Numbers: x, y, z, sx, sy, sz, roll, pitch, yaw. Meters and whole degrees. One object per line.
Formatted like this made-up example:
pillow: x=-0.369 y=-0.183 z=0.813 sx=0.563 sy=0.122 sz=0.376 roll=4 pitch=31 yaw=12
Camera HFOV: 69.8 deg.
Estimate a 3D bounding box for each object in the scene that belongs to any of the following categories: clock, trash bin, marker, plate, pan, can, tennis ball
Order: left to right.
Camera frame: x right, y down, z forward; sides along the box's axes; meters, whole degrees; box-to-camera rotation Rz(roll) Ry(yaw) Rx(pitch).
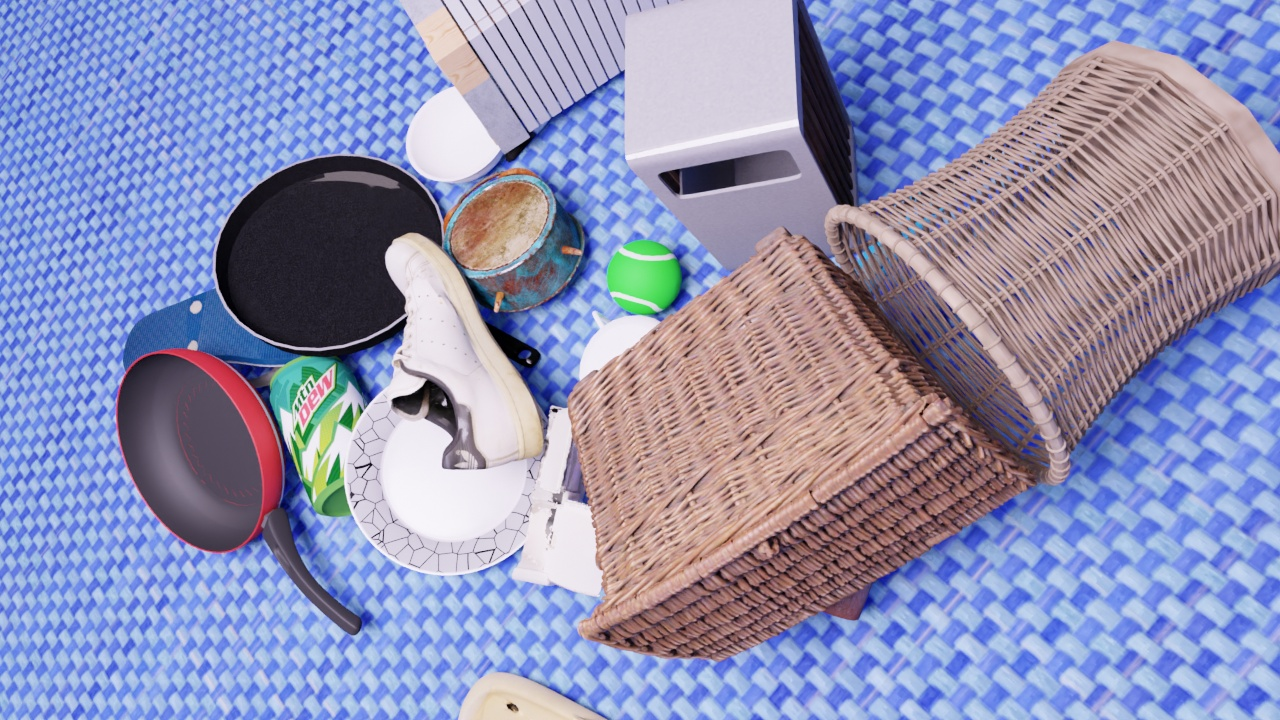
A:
pan: x=-0.382 y=0.133 z=0.894 sx=0.356 sy=0.067 sz=0.209 roll=38 pitch=119 yaw=13
can: x=-0.296 y=0.070 z=0.882 sx=0.083 sy=0.083 sz=0.144 roll=-37 pitch=65 yaw=11
pan: x=-0.250 y=-0.076 z=0.901 sx=0.356 sy=0.034 sz=0.224 roll=28 pitch=68 yaw=12
plate: x=-0.169 y=0.096 z=0.827 sx=0.188 sy=0.016 sz=0.188 roll=0 pitch=77 yaw=-2
clock: x=-0.123 y=-0.117 z=0.859 sx=0.121 sy=0.073 sz=0.157 roll=-34 pitch=54 yaw=2
trash bin: x=-0.080 y=-0.342 z=0.838 sx=0.247 sy=0.142 sz=0.142 roll=-33 pitch=66 yaw=3
marker: x=-0.083 y=-0.255 z=0.913 sx=0.152 sy=0.011 sz=0.011 roll=-47 pitch=64 yaw=6
tennis ball: x=0.003 y=-0.072 z=0.797 sx=0.065 sy=0.065 sz=0.065 roll=-6 pitch=74 yaw=22
trash bin: x=0.087 y=-0.163 z=0.692 sx=0.115 sy=0.228 sz=0.114 roll=-6 pitch=74 yaw=22

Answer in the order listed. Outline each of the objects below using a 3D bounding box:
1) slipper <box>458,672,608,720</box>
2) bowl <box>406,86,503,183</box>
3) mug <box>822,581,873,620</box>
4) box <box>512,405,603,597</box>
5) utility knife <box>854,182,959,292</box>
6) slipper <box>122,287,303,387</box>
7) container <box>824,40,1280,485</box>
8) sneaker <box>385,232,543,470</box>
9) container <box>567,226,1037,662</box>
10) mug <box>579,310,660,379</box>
slipper: x=-0.052 y=0.335 z=0.712 sx=0.262 sy=0.079 sz=0.111 roll=23 pitch=90 yaw=27
bowl: x=-0.177 y=-0.219 z=0.925 sx=0.110 sy=0.040 sz=0.109 roll=-5 pitch=70 yaw=14
mug: x=0.124 y=0.120 z=0.683 sx=0.123 sy=0.096 sz=0.110 roll=19 pitch=80 yaw=35
box: x=-0.059 y=0.110 z=0.726 sx=0.065 sy=0.186 sz=0.145 roll=13 pitch=83 yaw=-14
utility knife: x=0.187 y=-0.071 z=0.746 sx=0.031 sy=0.015 sz=0.196 roll=39 pitch=95 yaw=31
slipper: x=-0.417 y=-0.031 z=0.976 sx=0.295 sy=0.060 sz=0.118 roll=-10 pitch=70 yaw=16
container: x=0.269 y=-0.068 z=0.601 sx=0.196 sy=0.227 sz=0.227 roll=-38 pitch=65 yaw=3
sneaker: x=-0.178 y=-0.002 z=0.785 sx=0.102 sy=0.089 sz=0.241 roll=-23 pitch=64 yaw=-26
container: x=0.076 y=0.053 z=0.588 sx=0.250 sy=0.162 sz=0.183 roll=-37 pitch=53 yaw=20
mug: x=-0.005 y=0.005 z=0.779 sx=0.094 sy=0.068 sz=0.115 roll=-39 pitch=65 yaw=10
